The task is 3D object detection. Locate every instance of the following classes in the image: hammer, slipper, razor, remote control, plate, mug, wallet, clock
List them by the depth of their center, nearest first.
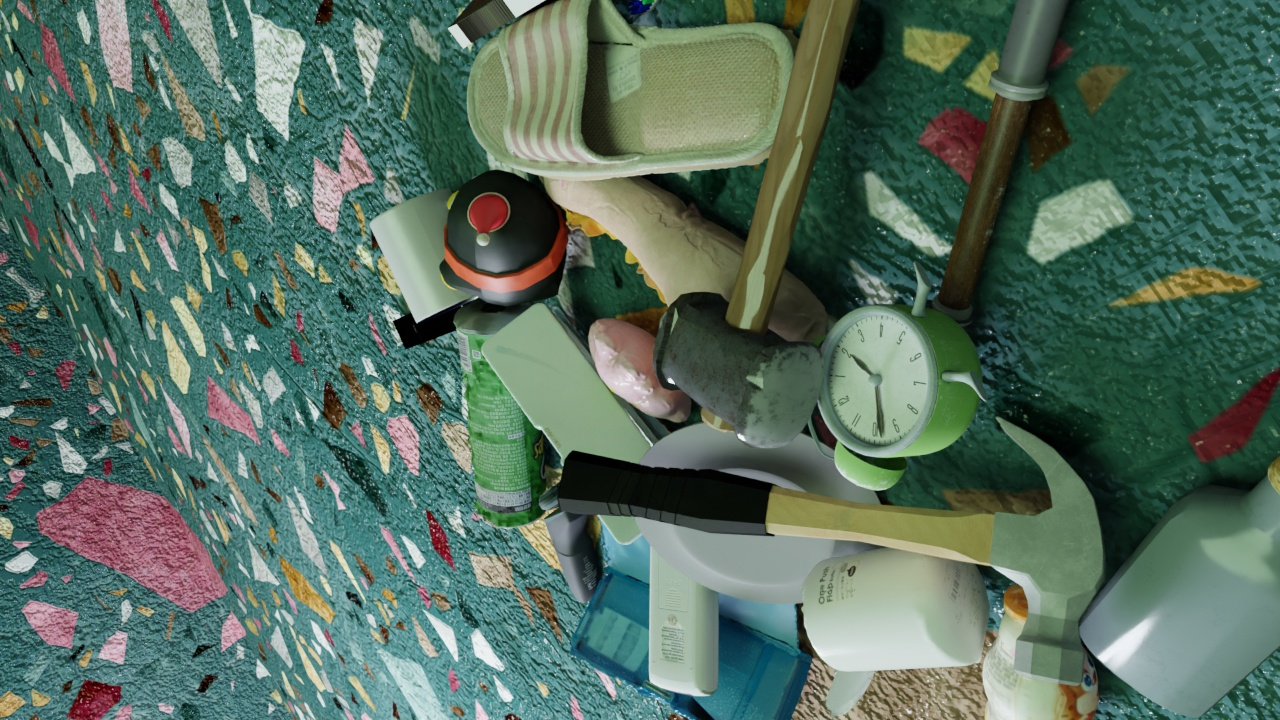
[{"bbox_3d":[0.173,-0.097,0.449,0.156,0.042,0.323,32,136,32],"label":"hammer"},{"bbox_3d":[0.081,-0.113,0.474,0.098,0.052,0.329,35,119,47],"label":"hammer"},{"bbox_3d":[0.132,0.015,0.492,0.120,0.042,0.094,-42,55,44],"label":"clock"},{"bbox_3d":[0.095,0.091,0.549,0.329,0.039,0.131,3,77,30],"label":"hammer"},{"bbox_3d":[-0.021,-0.172,0.576,0.263,0.052,0.115,12,99,36],"label":"slipper"},{"bbox_3d":[-0.075,-0.250,0.608,0.123,0.072,0.019,-2,135,51],"label":"wallet"},{"bbox_3d":[0.078,0.113,0.637,0.178,0.012,0.179,10,129,12],"label":"plate"},{"bbox_3d":[0.034,0.196,0.737,0.060,0.025,0.138,-7,79,44],"label":"remote control"},{"bbox_3d":[-0.171,-0.099,0.815,0.112,0.078,0.097,-22,96,24],"label":"mug"},{"bbox_3d":[-0.065,0.176,0.886,0.052,0.047,0.143,16,128,45],"label":"razor"},{"bbox_3d":[-0.211,-0.041,0.939,0.150,0.013,0.034,-14,102,51],"label":"remote control"}]

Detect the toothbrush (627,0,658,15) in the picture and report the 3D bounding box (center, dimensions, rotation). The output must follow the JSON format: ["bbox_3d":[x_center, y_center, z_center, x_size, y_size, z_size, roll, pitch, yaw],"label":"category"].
[{"bbox_3d":[0.035,-0.268,0.514,0.015,0.016,0.187,53,142,11],"label":"toothbrush"}]

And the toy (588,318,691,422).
[{"bbox_3d":[-0.004,0.004,0.685,0.102,0.093,0.050,45,97,14],"label":"toy"}]

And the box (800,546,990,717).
[{"bbox_3d":[0.156,0.178,0.601,0.118,0.084,0.160,44,139,-22],"label":"box"}]

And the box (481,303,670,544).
[{"bbox_3d":[-0.033,0.047,0.748,0.199,0.086,0.096,53,-178,11],"label":"box"}]

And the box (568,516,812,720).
[{"bbox_3d":[0.041,0.216,0.787,0.232,0.066,0.173,12,93,45],"label":"box"}]

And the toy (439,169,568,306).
[{"bbox_3d":[-0.106,-0.099,0.705,0.100,0.097,0.119,31,157,19],"label":"toy"}]

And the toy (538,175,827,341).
[{"bbox_3d":[0.013,-0.053,0.636,0.264,0.065,0.196,37,132,30],"label":"toy"}]

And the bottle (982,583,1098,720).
[{"bbox_3d":[0.231,0.181,0.532,0.063,0.063,0.108,12,122,44],"label":"bottle"}]

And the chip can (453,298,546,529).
[{"bbox_3d":[-0.127,0.050,0.852,0.075,0.075,0.224,27,130,36],"label":"chip can"}]

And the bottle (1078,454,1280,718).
[{"bbox_3d":[0.281,0.102,0.440,0.072,0.046,0.162,38,137,27],"label":"bottle"}]
